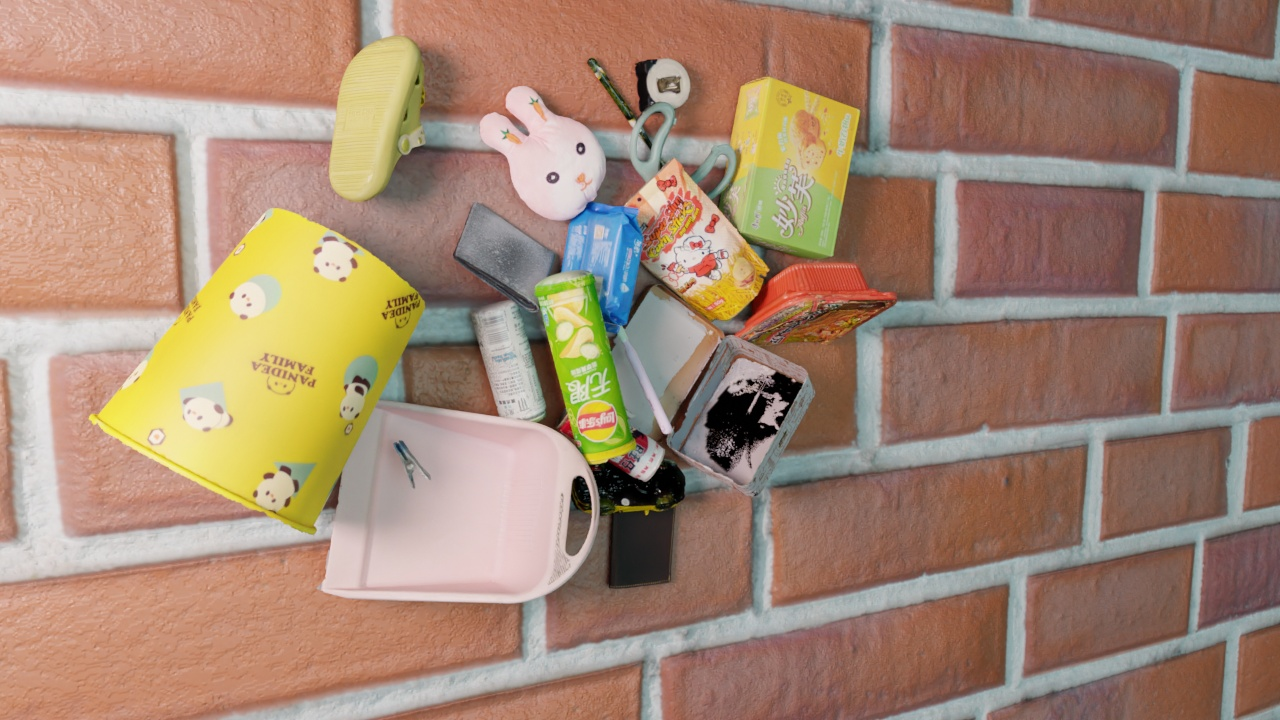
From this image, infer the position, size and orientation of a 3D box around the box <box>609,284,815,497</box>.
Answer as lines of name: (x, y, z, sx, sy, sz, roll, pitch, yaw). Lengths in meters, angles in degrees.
box: (0.079, 0.040, 1.197, 0.274, 0.124, 0.178, 31, 81, 2)

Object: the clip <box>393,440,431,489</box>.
clip: (-0.254, 0.113, 1.015, 0.029, 0.025, 0.057, -29, 85, -6)

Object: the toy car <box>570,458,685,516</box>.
toy car: (-0.014, 0.164, 1.180, 0.155, 0.041, 0.071, 0, 58, -24)

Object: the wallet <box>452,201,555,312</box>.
wallet: (-0.158, -0.122, 1.076, 0.121, 0.019, 0.097, 34, 43, -25)

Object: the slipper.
slipper: (-0.280, -0.256, 1.000, 0.081, 0.092, 0.190, 34, 65, -65)

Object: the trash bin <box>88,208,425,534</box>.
trash bin: (-0.359, 0.005, 0.910, 0.229, 0.230, 0.255, 35, 74, -25)

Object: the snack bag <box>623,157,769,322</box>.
snack bag: (0.063, -0.146, 1.176, 0.129, 0.073, 0.208, -40, 117, 16)

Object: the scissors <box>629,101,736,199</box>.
scissors: (0.032, -0.249, 1.162, 0.172, 0.019, 0.179, -35, 117, -2)

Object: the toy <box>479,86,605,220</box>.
toy: (-0.114, -0.246, 1.094, 0.159, 0.054, 0.121, 43, 76, -16)

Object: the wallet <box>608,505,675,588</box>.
wallet: (0.004, 0.240, 1.221, 0.096, 0.020, 0.122, 2, 94, -31)

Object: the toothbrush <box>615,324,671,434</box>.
toothbrush: (-0.007, 0.007, 1.143, 0.021, 0.029, 0.189, -17, 76, -47)

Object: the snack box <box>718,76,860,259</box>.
snack box: (0.199, -0.255, 1.237, 0.157, 0.070, 0.210, 10, 91, -28)

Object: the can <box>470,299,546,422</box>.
can: (-0.156, 0.004, 1.093, 0.058, 0.058, 0.147, -19, 104, -24)

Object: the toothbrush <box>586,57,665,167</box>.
toothbrush: (-0.008, -0.302, 1.157, 0.012, 0.017, 0.186, -39, 112, -1)

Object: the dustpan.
dustpan: (-0.194, 0.158, 1.025, 0.273, 0.139, 0.222, 10, 77, -30)

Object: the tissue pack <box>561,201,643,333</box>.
tissue pack: (-0.047, -0.114, 1.116, 0.052, 0.095, 0.157, 8, 93, -51)

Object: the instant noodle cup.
instant noodle cup: (0.230, -0.075, 1.235, 0.188, 0.165, 0.079, -2, 73, -27)

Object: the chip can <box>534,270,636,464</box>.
chip can: (-0.064, 0.006, 1.066, 0.072, 0.073, 0.221, -17, 99, -24)

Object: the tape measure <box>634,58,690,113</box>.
tape measure: (0.028, -0.348, 1.162, 0.066, 0.034, 0.066, -14, 103, -24)

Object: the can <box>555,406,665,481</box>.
can: (-0.037, 0.097, 1.146, 0.132, 0.053, 0.053, 33, 80, -9)
